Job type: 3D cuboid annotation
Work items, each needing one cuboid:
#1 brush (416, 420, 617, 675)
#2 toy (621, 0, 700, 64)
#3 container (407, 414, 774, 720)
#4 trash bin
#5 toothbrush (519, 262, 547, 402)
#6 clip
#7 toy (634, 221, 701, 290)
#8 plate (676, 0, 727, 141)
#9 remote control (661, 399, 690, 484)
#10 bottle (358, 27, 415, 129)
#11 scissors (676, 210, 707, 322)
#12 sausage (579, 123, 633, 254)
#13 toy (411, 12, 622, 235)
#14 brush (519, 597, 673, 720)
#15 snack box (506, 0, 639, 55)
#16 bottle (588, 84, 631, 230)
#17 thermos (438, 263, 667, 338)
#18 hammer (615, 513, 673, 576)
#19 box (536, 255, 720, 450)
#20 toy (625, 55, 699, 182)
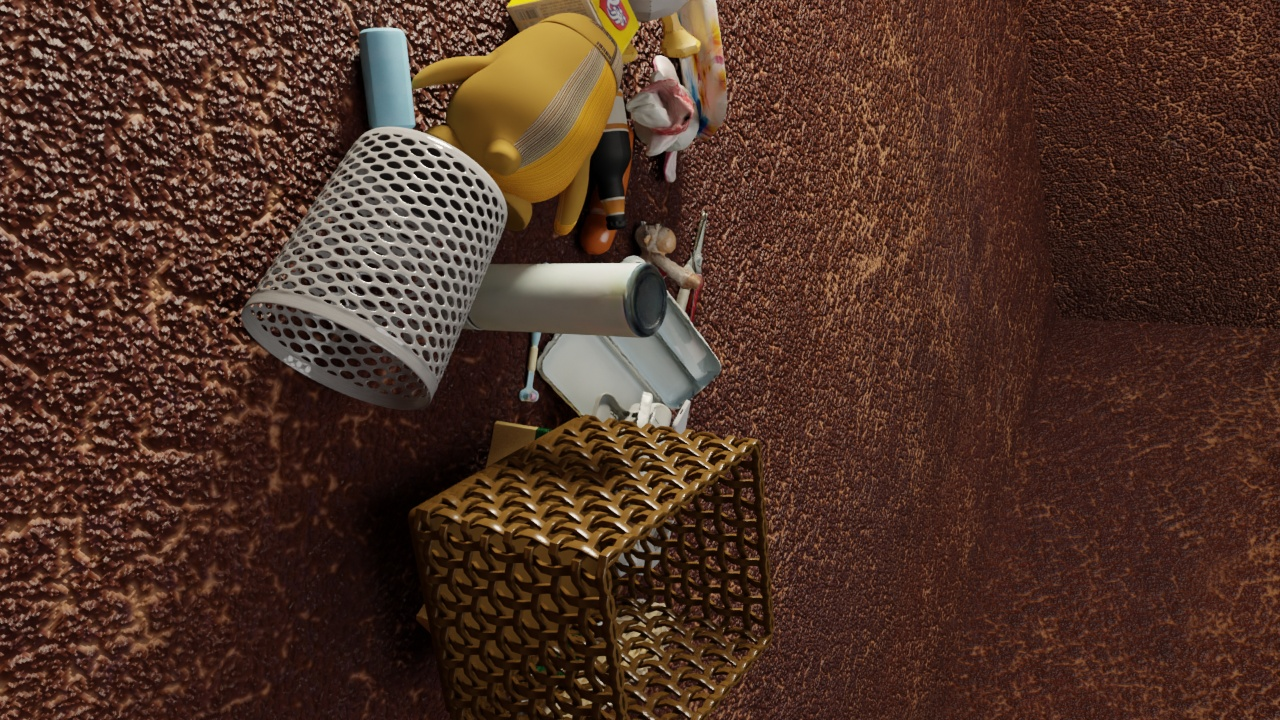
[{"bbox_3d":[-0.113,0.208,0.996,0.195,0.075,0.249,44,60,-49],"label":"brush"},{"bbox_3d":[-0.001,-0.459,0.980,0.246,0.141,0.268,-102,-175,-50],"label":"toy"},{"bbox_3d":[-0.034,0.202,0.850,0.250,0.214,0.220,-28,117,-50],"label":"container"},{"bbox_3d":[-0.207,-0.077,0.753,0.156,0.157,0.183,50,53,-46],"label":"trash bin"},{"bbox_3d":[-0.114,-0.031,1.012,0.022,0.016,0.155,8,89,-18],"label":"toothbrush"},{"bbox_3d":[-0.001,0.095,1.036,0.144,0.074,0.124,67,27,-48],"label":"clip"},{"bbox_3d":[0.027,-0.130,1.166,0.085,0.074,0.106,-60,127,-81],"label":"toy"},{"bbox_3d":[0.070,-0.370,1.121,0.187,0.016,0.187,-176,-102,-83],"label":"plate"},{"bbox_3d":[0.043,0.105,1.148,0.045,0.008,0.147,-58,165,-35],"label":"remote control"},{"bbox_3d":[-0.220,-0.223,0.809,0.040,0.040,0.130,-21,112,-52],"label":"bottle"},{"bbox_3d":[0.073,-0.108,1.273,0.187,0.015,0.146,-54,134,-36],"label":"scissors"},{"bbox_3d":[-0.038,-0.202,1.077,0.044,0.039,0.164,19,79,-47],"label":"sausage"},{"bbox_3d":[-0.100,-0.245,0.885,0.198,0.163,0.203,43,69,-23],"label":"toy"},{"bbox_3d":[-0.050,0.375,1.129,0.270,0.057,0.083,-20,110,-53],"label":"brush"},{"bbox_3d":[-0.069,-0.356,0.951,0.083,0.106,0.061,57,49,-42],"label":"snack box"},{"bbox_3d":[-0.040,-0.237,1.027,0.059,0.059,0.181,-16,99,-53],"label":"bottle"},{"bbox_3d":[-0.087,-0.058,0.858,0.067,0.230,0.068,-9,101,-54],"label":"thermos"},{"bbox_3d":[-0.003,0.111,1.177,0.131,0.039,0.328,-8,101,-56],"label":"hammer"},{"bbox_3d":[-0.011,0.004,1.100,0.192,0.061,0.210,-47,122,-8],"label":"box"},{"bbox_3d":[0.029,-0.294,1.106,0.194,0.084,0.159,-52,139,-75],"label":"toy"}]
